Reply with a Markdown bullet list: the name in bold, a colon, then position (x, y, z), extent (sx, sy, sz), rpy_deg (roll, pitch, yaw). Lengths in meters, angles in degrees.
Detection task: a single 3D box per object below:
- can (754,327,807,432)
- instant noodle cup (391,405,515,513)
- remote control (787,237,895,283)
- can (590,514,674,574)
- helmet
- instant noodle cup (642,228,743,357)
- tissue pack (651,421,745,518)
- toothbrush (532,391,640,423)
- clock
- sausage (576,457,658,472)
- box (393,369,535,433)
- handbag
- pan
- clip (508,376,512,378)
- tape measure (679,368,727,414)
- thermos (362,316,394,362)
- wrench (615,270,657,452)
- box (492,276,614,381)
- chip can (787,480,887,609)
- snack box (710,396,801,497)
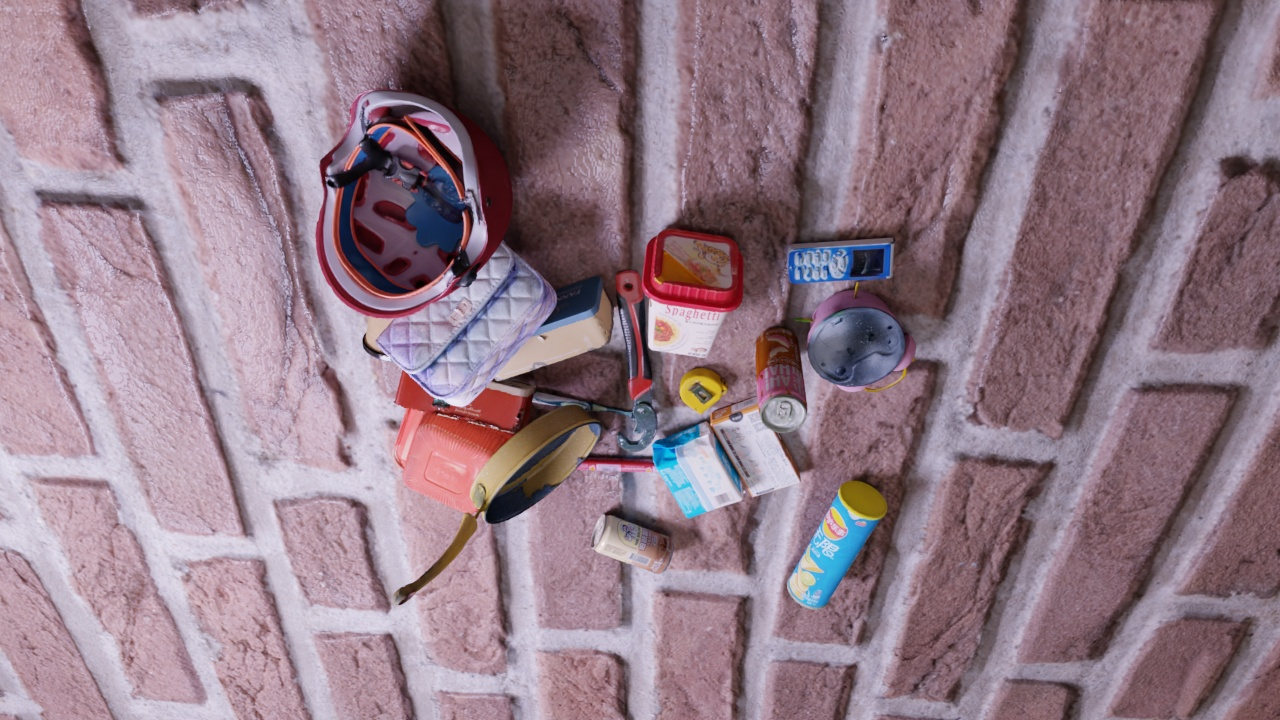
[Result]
- **can**: position (0.171, 0.021, 1.124), extent (0.058, 0.147, 0.058), rpy_deg (2, 126, 3)
- **instant noodle cup**: position (-0.256, 0.133, 1.274), extent (0.189, 0.078, 0.165), rpy_deg (24, 121, 0)
- **remote control**: position (0.239, -0.120, 1.093), extent (0.125, 0.024, 0.049), rpy_deg (-2, 126, 7)
- **can**: position (-0.012, 0.276, 1.377), extent (0.116, 0.058, 0.059), rpy_deg (22, 124, -11)
- **helmet**: position (-0.237, -0.167, 1.009), extent (0.207, 0.143, 0.240), rpy_deg (38, 112, 11)
- **instant noodle cup**: position (0.057, -0.075, 1.093), extent (0.116, 0.116, 0.124), rpy_deg (8, 137, -2)
- **tissue pack**: position (0.081, 0.154, 1.279), extent (0.090, 0.063, 0.140), rpy_deg (-21, 123, 15)
- **toothbrush**: position (-0.077, 0.064, 1.255), extent (0.191, 0.018, 0.016), rpy_deg (10, 125, -5)
- **clock**: position (0.275, -0.018, 1.143), extent (0.117, 0.059, 0.158), rpy_deg (-32, 116, 23)
- **sausage**: position (-0.038, 0.149, 1.313), extent (0.156, 0.020, 0.020), rpy_deg (2, 126, 4)
- **box**: position (-0.227, 0.052, 1.189), extent (0.168, 0.091, 0.076), rpy_deg (14, 93, 1)
- **handbag**: position (-0.202, -0.052, 1.076), extent (0.134, 0.075, 0.194), rpy_deg (39, 85, 19)
- **pan**: position (-0.181, 0.181, 1.163), extent (0.078, 0.356, 0.198), rpy_deg (47, 142, 17)
- **clip**: position (-0.179, 0.014, 1.230), extent (0.033, 0.013, 0.054), rpy_deg (12, 126, -3)
- **tape measure**: position (0.080, 0.040, 1.218), extent (0.057, 0.028, 0.060), rpy_deg (36, 120, -19)
- **thermos**: position (-0.298, -0.066, 1.141), extent (0.093, 0.093, 0.143), rpy_deg (8, 117, -1)
- **wrench**: position (-0.007, 0.007, 1.199), extent (0.056, 0.016, 0.274), rpy_deg (0, 121, 3)
- **box**: position (-0.111, -0.041, 1.140), extent (0.184, 0.089, 0.060), rpy_deg (-21, 121, 15)
- **chip can**: position (0.285, 0.274, 1.345), extent (0.071, 0.071, 0.211), rpy_deg (15, 126, -6)
- **snack box**: position (0.161, 0.122, 1.273), extent (0.075, 0.026, 0.154), rpy_deg (-20, 122, 17)
